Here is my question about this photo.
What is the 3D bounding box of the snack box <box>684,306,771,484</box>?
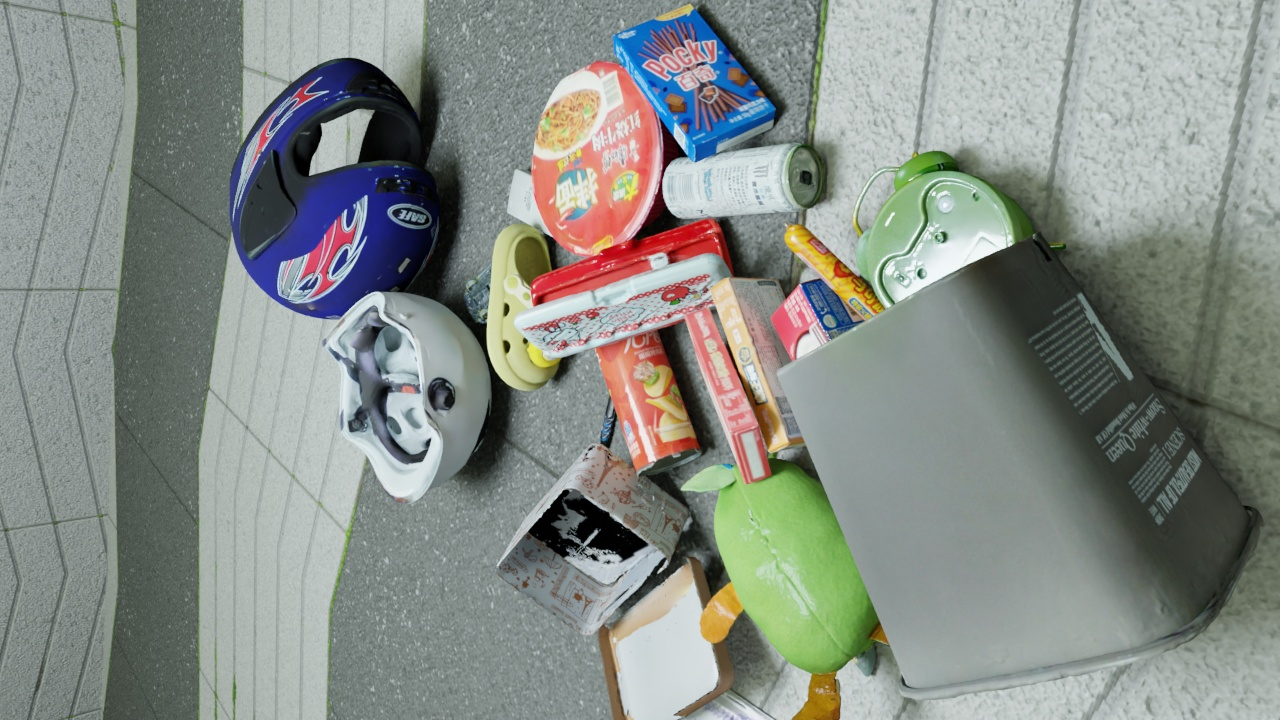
[{"bbox_3d":[0.075,0.028,0.809,0.152,0.025,0.075,-108,-2,-46],"label":"snack box"}]

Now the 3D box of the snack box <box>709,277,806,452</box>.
[{"bbox_3d":[0.116,0.001,0.794,0.026,0.075,0.153,-32,70,41],"label":"snack box"}]

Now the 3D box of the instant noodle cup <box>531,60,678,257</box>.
[{"bbox_3d":[-0.028,-0.202,0.936,0.194,0.065,0.194,6,98,46],"label":"instant noodle cup"}]

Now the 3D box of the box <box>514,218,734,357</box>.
[{"bbox_3d":[-0.017,-0.070,0.850,0.202,0.101,0.095,-17,78,13],"label":"box"}]

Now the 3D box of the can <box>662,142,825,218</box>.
[{"bbox_3d":[0.089,-0.159,0.820,0.147,0.058,0.058,5,97,45],"label":"can"}]

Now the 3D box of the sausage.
[{"bbox_3d":[0.173,-0.052,0.732,0.165,0.021,0.022,45,127,6],"label":"sausage"}]

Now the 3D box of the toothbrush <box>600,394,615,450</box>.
[{"bbox_3d":[-0.036,0.065,1.003,0.014,0.016,0.190,24,110,35],"label":"toothbrush"}]

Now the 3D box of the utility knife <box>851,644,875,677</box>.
[{"bbox_3d":[0.146,0.197,0.827,0.031,0.020,0.195,-57,50,25],"label":"utility knife"}]

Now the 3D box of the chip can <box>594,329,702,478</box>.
[{"bbox_3d":[-0.005,0.005,0.927,0.073,0.073,0.216,-33,71,43],"label":"chip can"}]

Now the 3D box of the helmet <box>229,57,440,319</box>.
[{"bbox_3d":[-0.376,-0.196,1.185,0.240,0.246,0.316,48,114,21],"label":"helmet"}]

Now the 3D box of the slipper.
[{"bbox_3d":[-0.120,-0.061,1.030,0.082,0.091,0.190,-1,91,42],"label":"slipper"}]

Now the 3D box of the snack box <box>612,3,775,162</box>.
[{"bbox_3d":[0.047,-0.257,0.841,0.157,0.084,0.026,59,168,25],"label":"snack box"}]

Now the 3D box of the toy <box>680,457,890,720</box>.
[{"bbox_3d":[0.139,0.178,0.773,0.227,0.090,0.246,-39,55,13],"label":"toy"}]

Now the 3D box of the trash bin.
[{"bbox_3d":[0.220,0.057,0.571,0.199,0.198,0.219,-33,82,44],"label":"trash bin"}]

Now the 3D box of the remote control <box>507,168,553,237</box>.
[{"bbox_3d":[-0.105,-0.176,1.053,0.135,0.019,0.056,31,115,40],"label":"remote control"}]

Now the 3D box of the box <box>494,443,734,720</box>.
[{"bbox_3d":[-0.019,0.233,0.926,0.272,0.130,0.180,54,129,16],"label":"box"}]

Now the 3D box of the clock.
[{"bbox_3d":[0.222,-0.089,0.688,0.161,0.056,0.116,46,124,34],"label":"clock"}]

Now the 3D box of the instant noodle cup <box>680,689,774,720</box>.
[{"bbox_3d":[0.072,0.414,0.888,0.138,0.060,0.173,19,106,44],"label":"instant noodle cup"}]

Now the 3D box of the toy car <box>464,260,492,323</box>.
[{"bbox_3d":[-0.169,-0.095,1.117,0.121,0.036,0.054,-43,62,29],"label":"toy car"}]

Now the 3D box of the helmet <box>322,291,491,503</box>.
[{"bbox_3d":[-0.273,0.036,1.158,0.230,0.145,0.258,-23,86,46],"label":"helmet"}]

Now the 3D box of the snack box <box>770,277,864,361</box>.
[{"bbox_3d":[0.180,0.032,0.734,0.207,0.057,0.058,65,149,20],"label":"snack box"}]
